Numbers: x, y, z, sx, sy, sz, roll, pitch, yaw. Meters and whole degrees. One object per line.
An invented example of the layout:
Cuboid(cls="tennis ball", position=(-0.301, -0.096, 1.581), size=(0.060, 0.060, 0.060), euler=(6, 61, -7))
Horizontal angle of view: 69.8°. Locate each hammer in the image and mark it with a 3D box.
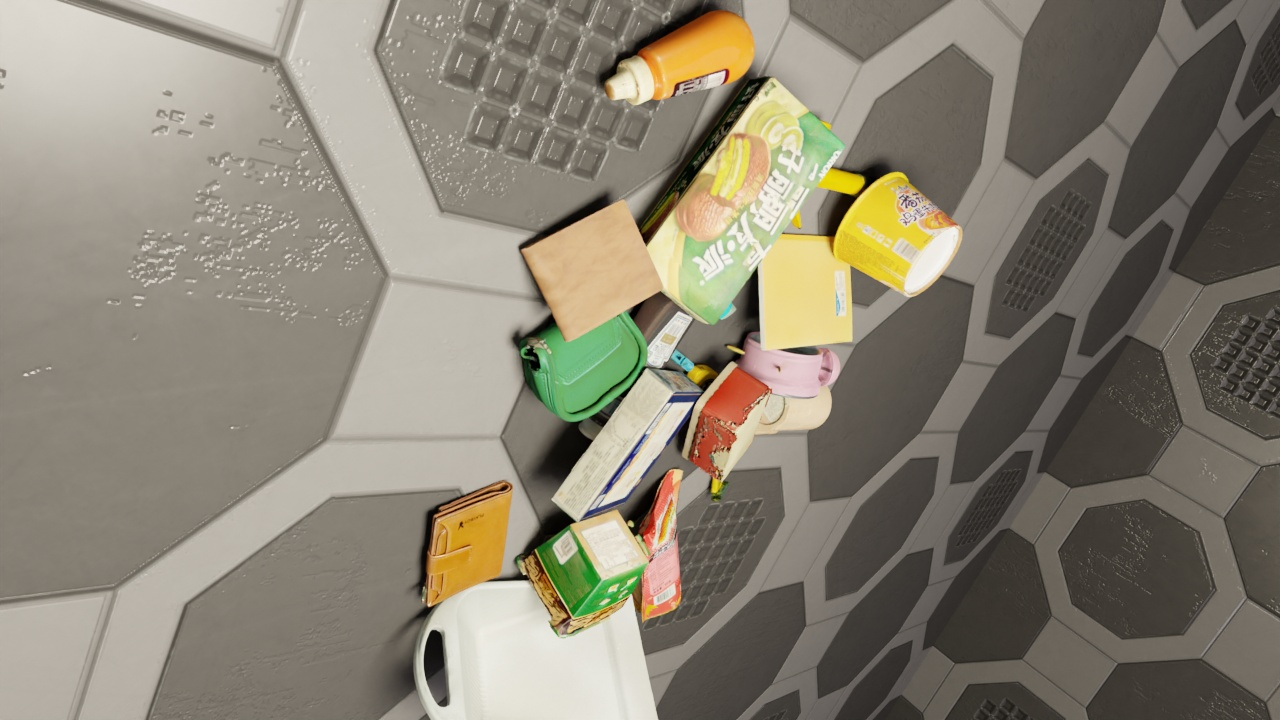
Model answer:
Cuboid(cls="hammer", position=(0.274, -0.225, 1.176), size=(0.300, 0.033, 0.129), euler=(-2, 122, -47))

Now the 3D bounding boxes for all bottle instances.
Cuboid(cls="bottle", position=(0.032, -0.272, 0.843), size=(0.149, 0.067, 0.067), euler=(-27, 138, -20))
Cuboid(cls="bottle", position=(-0.006, 0.006, 1.051), size=(0.195, 0.044, 0.079), euler=(-58, 149, 9))

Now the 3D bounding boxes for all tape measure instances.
Cuboid(cls="tape measure", position=(0.072, 0.032, 1.174), size=(0.057, 0.029, 0.060), euler=(-2, 122, -47))

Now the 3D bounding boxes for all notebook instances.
Cuboid(cls="notebook", position=(0.217, -0.090, 1.189), size=(0.205, 0.010, 0.146), euler=(-7, 95, -46))

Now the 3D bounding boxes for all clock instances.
Cuboid(cls="clock", position=(0.196, 0.003, 1.217), size=(0.158, 0.117, 0.060), euler=(-2, 111, -46))

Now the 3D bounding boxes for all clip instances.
Cuboid(cls="clip", position=(0.044, -0.005, 1.119), size=(0.014, 0.047, 0.057), euler=(-51, 143, -1))

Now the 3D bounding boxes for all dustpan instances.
Cuboid(cls="dustpan", position=(-0.120, 0.353, 1.062), size=(0.257, 0.222, 0.143), euler=(-10, 145, -6))

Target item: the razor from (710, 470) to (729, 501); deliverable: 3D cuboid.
Cuboid(cls="razor", position=(0.121, 0.145, 1.327), size=(0.043, 0.028, 0.133), euler=(-50, 156, -47))

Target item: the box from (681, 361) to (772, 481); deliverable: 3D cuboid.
Cuboid(cls="box", position=(0.115, 0.088, 1.179), size=(0.091, 0.080, 0.169), euler=(-48, 163, -25))

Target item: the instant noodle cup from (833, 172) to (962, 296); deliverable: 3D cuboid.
Cuboid(cls="instant noodle cup", position=(0.337, -0.156, 1.183), size=(0.137, 0.110, 0.138), euler=(-32, 148, -24))

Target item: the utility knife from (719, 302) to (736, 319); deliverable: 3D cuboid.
Cuboid(cls="utility knife", position=(0.078, -0.088, 1.093), size=(0.029, 0.013, 0.151), euler=(-53, 143, -4))

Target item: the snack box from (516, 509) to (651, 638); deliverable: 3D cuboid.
Cuboid(cls="snack box", position=(-0.062, 0.246, 1.107), size=(0.117, 0.118, 0.106), euler=(-11, 147, -44))

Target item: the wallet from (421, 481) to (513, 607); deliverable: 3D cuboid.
Cuboid(cls="wallet", position=(-0.198, 0.206, 1.021), size=(0.118, 0.035, 0.131), euler=(-22, 134, -44))

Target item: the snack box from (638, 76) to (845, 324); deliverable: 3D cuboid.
Cuboid(cls="snack box", position=(0.095, -0.166, 0.959), size=(0.114, 0.063, 0.240), euler=(36, 91, -22))

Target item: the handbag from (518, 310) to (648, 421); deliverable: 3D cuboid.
Cuboid(cls="handbag", position=(-0.060, -0.010, 0.954), size=(0.131, 0.068, 0.120), euler=(-39, 142, -18))

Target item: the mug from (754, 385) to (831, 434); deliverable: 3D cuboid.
Cuboid(cls="mug", position=(0.196, 0.070, 1.315), size=(0.103, 0.084, 0.125), euler=(1, 146, -47))

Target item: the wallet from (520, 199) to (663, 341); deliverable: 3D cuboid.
Cuboid(cls="wallet", position=(-0.045, -0.087, 0.891), size=(0.115, 0.020, 0.101), euler=(-29, 107, -15))

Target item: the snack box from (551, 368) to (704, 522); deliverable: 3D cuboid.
Cuboid(cls="snack box", position=(-0.008, 0.095, 1.067), size=(0.178, 0.046, 0.182), euler=(-54, 167, 7))

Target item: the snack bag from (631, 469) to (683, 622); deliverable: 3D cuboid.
Cuboid(cls="snack bag", position=(0.025, 0.264, 1.283), size=(0.128, 0.073, 0.208), euler=(-54, 152, -47))
